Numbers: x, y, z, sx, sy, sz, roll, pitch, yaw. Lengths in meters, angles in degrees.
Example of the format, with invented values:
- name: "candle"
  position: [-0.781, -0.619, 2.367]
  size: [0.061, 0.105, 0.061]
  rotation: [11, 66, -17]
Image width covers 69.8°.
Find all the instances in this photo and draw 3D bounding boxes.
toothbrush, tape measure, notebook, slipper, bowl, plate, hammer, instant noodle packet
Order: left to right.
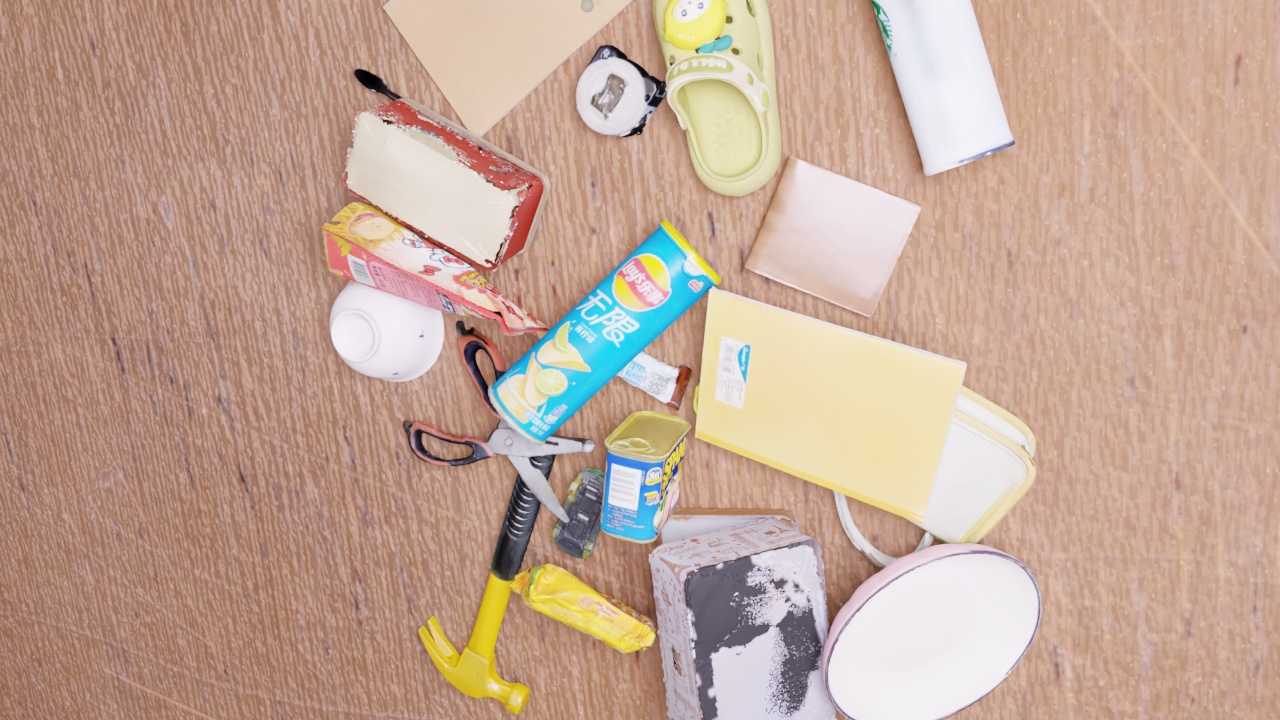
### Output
- name: "bowl"
  position: [-0.255, -0.030, 0.877]
  size: [0.118, 0.064, 0.118]
  rotation: [4, 104, 16]
- name: "toothbrush"
  position: [-0.184, -0.215, 0.839]
  size: [0.189, 0.016, 0.014]
  rotation: [33, 101, 5]
- name: "hammer"
  position: [-0.136, 0.209, 0.914]
  size: [0.129, 0.032, 0.301]
  rotation: [22, 109, 11]
- name: "notebook"
  position: [-0.112, -0.315, 0.792]
  size: [0.208, 0.008, 0.148]
  rotation: [-35, 90, 22]
- name: "instant noodle packet"
  position: [-0.055, 0.228, 0.847]
  size: [0.128, 0.111, 0.044]
  rotation: [28, 69, -7]
- name: "tape measure"
  position: [-0.020, -0.222, 0.771]
  size: [0.066, 0.033, 0.066]
  rotation: [37, 111, 8]
- name: "slipper"
  position: [0.061, -0.223, 0.721]
  size: [0.092, 0.081, 0.190]
  rotation: [-10, 102, 17]
- name: "notebook"
  position: [0.140, 0.035, 0.729]
  size: [0.206, 0.010, 0.146]
  rotation: [19, 123, 26]
- name: "plate"
  position: [0.234, 0.222, 0.756]
  size: [0.192, 0.039, 0.193]
  rotation: [-7, 119, -12]

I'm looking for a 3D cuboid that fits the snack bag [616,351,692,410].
- name: "snack bag"
  position: [-0.005, 0.005, 0.824]
  size: [0.104, 0.026, 0.048]
  rotation: [24, 115, 11]

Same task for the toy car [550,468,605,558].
- name: "toy car"
  position: [-0.051, 0.144, 0.867]
  size: [0.043, 0.036, 0.091]
  rotation: [26, 108, 9]

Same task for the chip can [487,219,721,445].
- name: "chip can"
  position: [-0.032, -0.022, 0.778]
  size: [0.210, 0.071, 0.071]
  rotation: [-43, 88, 9]

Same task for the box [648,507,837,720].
- name: "box"
  position: [0.080, 0.227, 0.821]
  size: [0.150, 0.166, 0.182]
  rotation: [-10, 98, -22]

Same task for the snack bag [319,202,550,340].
- name: "snack bag"
  position: [-0.177, -0.068, 0.816]
  size: [0.208, 0.128, 0.073]
  rotation: [26, 90, 14]

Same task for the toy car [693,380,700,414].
- name: "toy car"
  position: [0.097, 0.033, 0.795]
  size: [0.105, 0.032, 0.048]
  rotation: [-7, 100, 18]

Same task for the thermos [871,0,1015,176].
- name: "thermos"
  position: [0.206, -0.252, 0.673]
  size: [0.073, 0.073, 0.224]
  rotation: [-18, 97, 21]

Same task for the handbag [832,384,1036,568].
- name: "handbag"
  position: [0.216, 0.092, 0.764]
  size: [0.163, 0.063, 0.179]
  rotation: [30, 125, 9]

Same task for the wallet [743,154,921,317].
- name: "wallet"
  position: [0.156, -0.101, 0.752]
  size: [0.115, 0.020, 0.101]
  rotation: [24, 109, 8]

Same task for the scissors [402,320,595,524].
- name: "scissors"
  position: [-0.140, 0.068, 0.866]
  size: [0.189, 0.015, 0.225]
  rotation: [-36, 75, 26]

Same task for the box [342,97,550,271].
- name: "box"
  position: [-0.175, -0.155, 0.805]
  size: [0.168, 0.078, 0.091]
  rotation: [30, 122, 8]

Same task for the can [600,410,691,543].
- name: "can"
  position: [0.004, 0.101, 0.806]
  size: [0.057, 0.101, 0.083]
  rotation: [11, 109, 15]
